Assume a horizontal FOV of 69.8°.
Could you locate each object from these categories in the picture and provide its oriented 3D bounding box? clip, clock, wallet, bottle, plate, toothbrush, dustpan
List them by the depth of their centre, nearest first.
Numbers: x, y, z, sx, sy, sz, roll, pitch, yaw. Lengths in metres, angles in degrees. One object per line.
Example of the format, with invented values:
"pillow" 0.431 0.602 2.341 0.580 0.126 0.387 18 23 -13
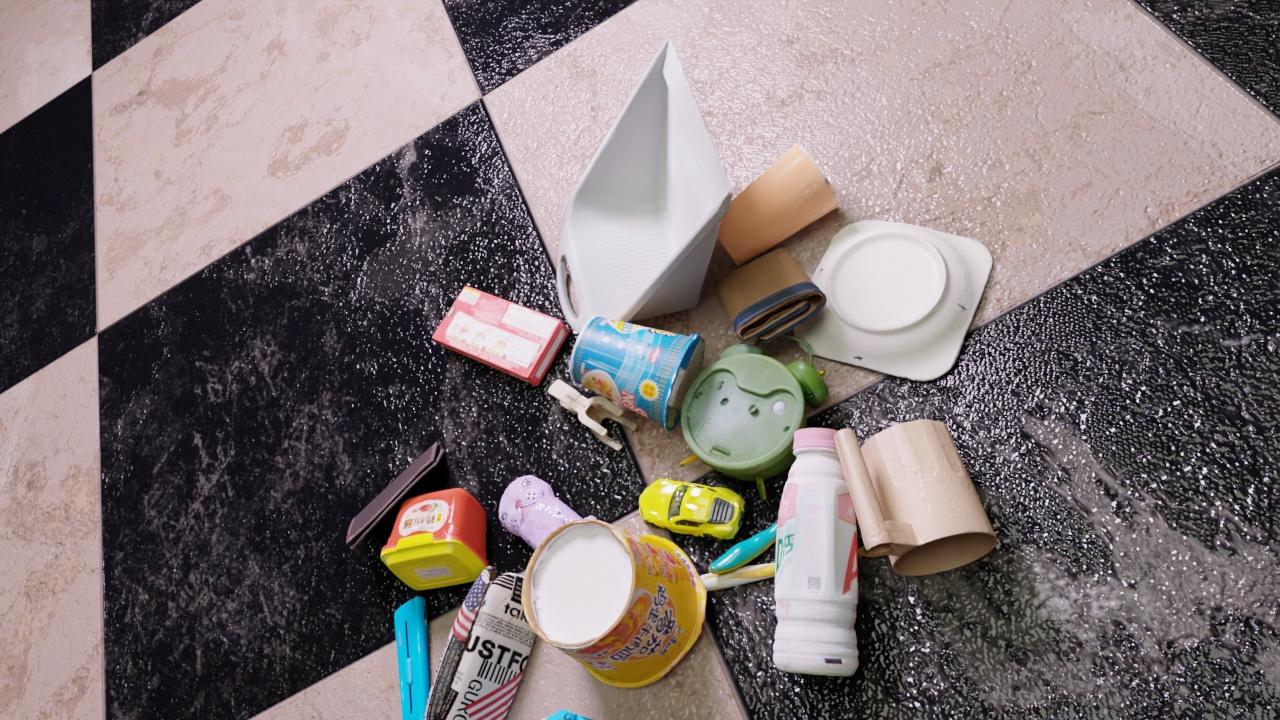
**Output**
"bottle" 0.146 0.155 0.757 0.068 0.068 0.196 -2 74 23
"toothbrush" 0.130 0.179 0.801 0.192 0.018 0.016 -15 57 16
"clock" 0.109 0.042 0.862 0.116 0.056 0.161 20 73 30
"plate" 0.238 -0.069 0.879 0.164 0.034 0.164 16 70 30
"wallet" 0.124 -0.066 0.904 0.090 0.033 0.115 -27 31 5
"clip" -0.055 0.046 0.927 0.104 0.083 0.034 35 81 23
"dustpan" -0.018 -0.148 0.942 0.142 0.258 0.222 -10 57 -9
"wallet" -0.256 0.139 0.961 0.122 0.020 0.096 -45 12 -3

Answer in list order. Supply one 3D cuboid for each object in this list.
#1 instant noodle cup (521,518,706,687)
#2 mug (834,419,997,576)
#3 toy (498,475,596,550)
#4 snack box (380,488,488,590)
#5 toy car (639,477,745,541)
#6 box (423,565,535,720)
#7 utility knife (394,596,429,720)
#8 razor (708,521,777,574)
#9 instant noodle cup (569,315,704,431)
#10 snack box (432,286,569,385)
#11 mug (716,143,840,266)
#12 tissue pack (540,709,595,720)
"instant noodle cup" -0.029 0.204 0.797 0.138 0.110 0.137 -13 59 22
"mug" 0.215 0.109 0.743 0.084 0.124 0.103 -47 42 42
"toy" -0.099 0.159 0.902 0.108 0.039 0.084 37 91 33
"snack box" -0.200 0.178 0.917 0.091 0.082 0.080 -14 45 16
"toy car" 0.045 0.136 0.854 0.105 0.032 0.048 5 66 28
"box" -0.158 0.274 0.859 0.088 0.076 0.162 -1 64 48
"utility knife" -0.215 0.323 0.878 0.034 0.018 0.191 -20 58 12
"razor" 0.115 0.148 0.819 0.132 0.028 0.043 -41 32 -5
"instant noodle cup" -0.005 0.005 0.894 0.110 0.099 0.099 19 72 17
"snack box" -0.160 -0.030 1.039 0.153 0.025 0.075 20 74 31
"mug" 0.134 -0.156 0.951 0.123 0.078 0.078 -36 55 9
"tissue pack" -0.087 0.347 0.762 0.140 0.090 0.063 -34 55 4
